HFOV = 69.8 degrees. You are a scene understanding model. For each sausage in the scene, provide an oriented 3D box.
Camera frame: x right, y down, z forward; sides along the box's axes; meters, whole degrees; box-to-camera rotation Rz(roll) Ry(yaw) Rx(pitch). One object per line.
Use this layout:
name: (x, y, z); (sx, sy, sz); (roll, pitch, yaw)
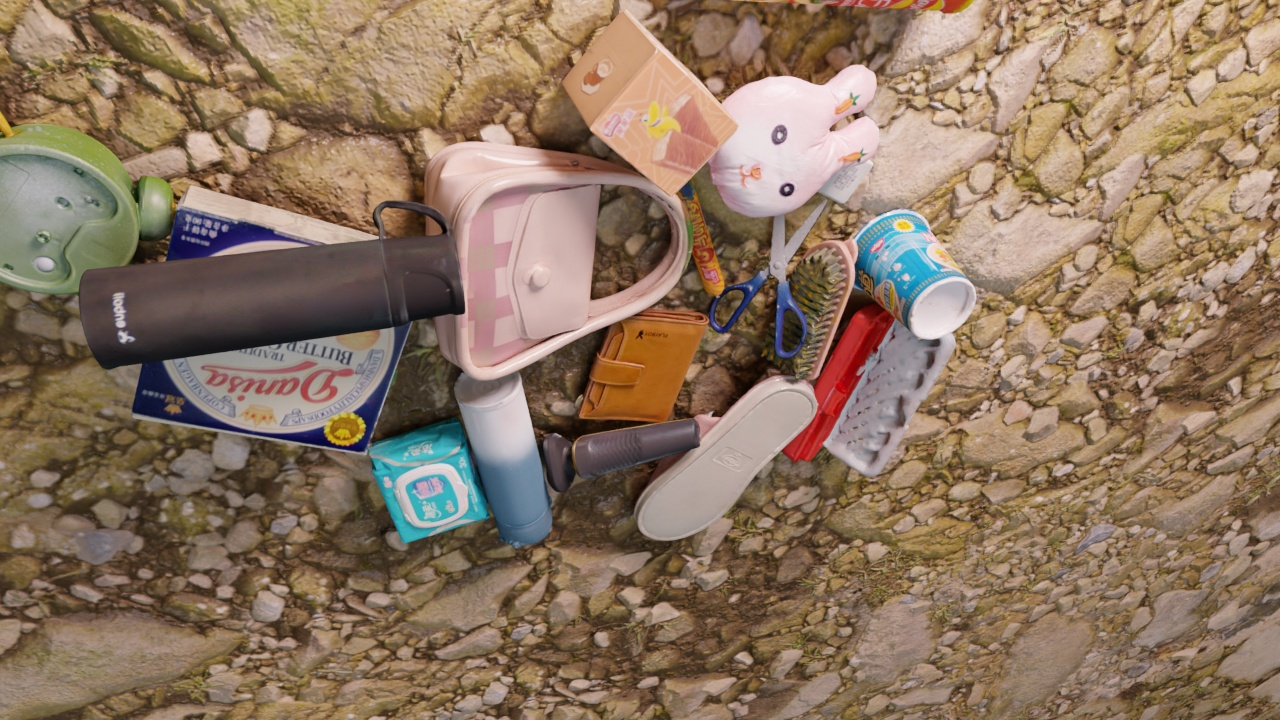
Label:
sausage: (0.051, -0.119, 0.842); (0.021, 0.021, 0.165); (-25, 132, -1)

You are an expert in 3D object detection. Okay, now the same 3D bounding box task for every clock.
clock: (-0.406, -0.102, 0.658); (0.116, 0.056, 0.161); (-43, 130, 17)

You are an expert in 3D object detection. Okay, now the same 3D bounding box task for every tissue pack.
tissue pack: (-0.210, 0.125, 0.922); (0.093, 0.050, 0.134); (-17, 132, -9)

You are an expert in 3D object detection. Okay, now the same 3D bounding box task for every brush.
brush: (0.175, -0.055, 0.920); (0.072, 0.063, 0.146); (-21, 137, -44)

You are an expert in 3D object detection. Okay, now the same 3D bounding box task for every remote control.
remote control: (0.152, -0.184, 0.827); (0.124, 0.024, 0.049); (18, 120, -32)

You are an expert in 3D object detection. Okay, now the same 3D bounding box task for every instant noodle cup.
instant noodle cup: (0.268, -0.078, 0.899); (0.099, 0.109, 0.099); (-11, 131, -13)

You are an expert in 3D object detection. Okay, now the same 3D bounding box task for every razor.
razor: (-0.018, 0.091, 0.953); (0.167, 0.067, 0.062); (-12, 91, -4)

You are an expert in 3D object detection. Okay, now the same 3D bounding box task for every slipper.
slipper: (0.086, 0.105, 1.015); (0.114, 0.054, 0.275); (21, 125, -29)

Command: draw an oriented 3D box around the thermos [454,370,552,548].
thermos: (-0.132, 0.101, 0.926); (0.070, 0.070, 0.221); (-15, 132, -9)

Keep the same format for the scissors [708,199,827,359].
scissors: (0.131, -0.076, 0.880); (0.163, 0.012, 0.162); (-30, 96, 28)

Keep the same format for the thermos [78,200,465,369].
thermos: (-0.250, -0.056, 0.644); (0.242, 0.068, 0.090); (-10, 89, -14)

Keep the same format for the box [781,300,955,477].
box: (0.242, 0.041, 0.989); (0.094, 0.100, 0.201); (-25, 143, -50)

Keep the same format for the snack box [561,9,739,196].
snack box: (0.006, -0.199, 0.712); (0.077, 0.092, 0.094); (-44, 130, 17)

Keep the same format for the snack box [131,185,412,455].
snack box: (-0.278, -0.023, 0.715); (0.177, 0.045, 0.183); (13, 114, -25)

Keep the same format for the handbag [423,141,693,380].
handbag: (-0.064, -0.091, 0.790); (0.233, 0.093, 0.194); (-10, 131, -22)

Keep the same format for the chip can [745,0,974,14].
chip can: (0.155, -0.305, 0.697); (0.216, 0.073, 0.073); (-5, 129, -18)

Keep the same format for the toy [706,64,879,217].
toy: (0.130, -0.186, 0.767); (0.159, 0.054, 0.121); (-24, 129, -7)

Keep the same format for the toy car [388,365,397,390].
toy car: (-0.255, 0.028, 0.830); (0.036, 0.043, 0.091); (29, 113, -37)

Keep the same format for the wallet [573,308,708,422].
wallet: (-0.005, 0.005, 0.918); (0.119, 0.035, 0.131); (1, 128, -30)
